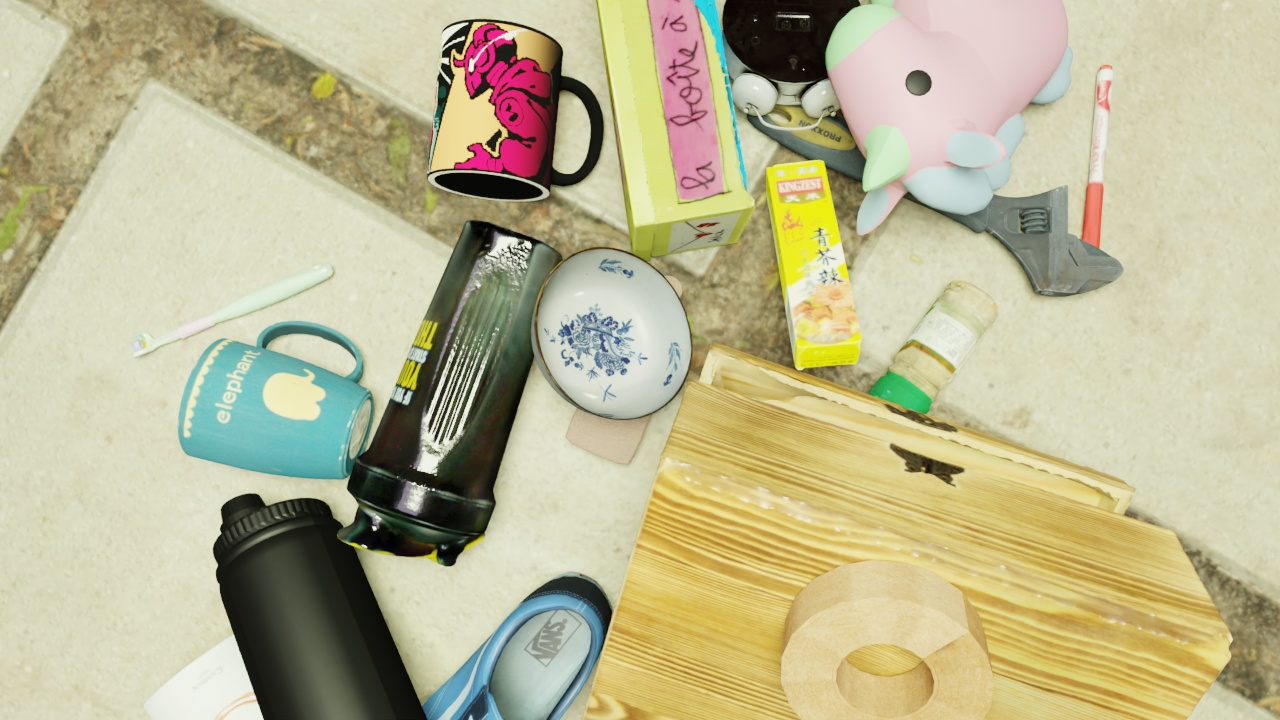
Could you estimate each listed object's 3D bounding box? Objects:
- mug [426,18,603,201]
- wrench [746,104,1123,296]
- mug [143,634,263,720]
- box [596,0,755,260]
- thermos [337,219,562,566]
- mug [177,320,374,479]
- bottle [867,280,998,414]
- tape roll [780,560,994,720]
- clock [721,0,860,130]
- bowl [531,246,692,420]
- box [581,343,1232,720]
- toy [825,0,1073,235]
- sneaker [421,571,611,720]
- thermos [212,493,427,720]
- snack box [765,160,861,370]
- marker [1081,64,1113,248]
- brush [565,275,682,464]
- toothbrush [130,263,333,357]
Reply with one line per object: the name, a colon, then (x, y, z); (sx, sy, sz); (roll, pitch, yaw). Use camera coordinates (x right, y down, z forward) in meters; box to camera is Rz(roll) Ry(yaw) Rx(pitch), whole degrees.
mug: (-0.081, -0.163, 0.624); (0.118, 0.082, 0.098); (6, 87, -25)
wrench: (0.199, -0.118, 0.629); (0.273, 0.022, 0.073); (26, 85, 6)
mug: (-0.259, 0.242, 0.604); (0.082, 0.082, 0.105); (-40, 85, 0)
box: (0.013, -0.186, 0.595); (0.079, 0.124, 0.221); (-11, 88, -1)
thermos: (-0.119, 0.023, 0.608); (0.098, 0.098, 0.220); (18, 83, 3)
mug: (-0.235, 0.024, 0.621); (0.104, 0.085, 0.112); (15, 59, -3)
bottle: (0.194, -0.001, 0.617); (0.043, 0.043, 0.111); (37, 88, 4)
tape roll: (0.113, 0.140, 0.428); (0.094, 0.027, 0.094); (5, 115, 11)
clock: (0.101, -0.210, 0.622); (0.094, 0.035, 0.122); (2, 74, 1)
bowl: (-0.026, -0.014, 0.602); (0.114, 0.045, 0.114); (7, 75, -29)
box: (0.127, 0.159, 0.550); (0.279, 0.191, 0.252); (17, 115, 3)
toy: (0.208, -0.176, 0.581); (0.221, 0.120, 0.171); (-10, 81, -29)
sneaker: (-0.107, 0.242, 0.589); (0.083, 0.098, 0.241); (36, 89, 3)
thermos: (-0.208, 0.173, 0.583); (0.086, 0.086, 0.198); (-33, 66, 0)
snack box: (0.111, -0.065, 0.599); (0.040, 0.029, 0.147); (-6, 60, 3)
marker: (0.316, -0.134, 0.633); (0.013, 0.013, 0.142); (6, 87, 3)
brush: (-0.004, 0.004, 0.641); (0.050, 0.015, 0.135); (23, 83, 7)
toothbrush: (-0.290, -0.037, 0.652); (0.155, 0.015, 0.022); (-22, 52, 2)
